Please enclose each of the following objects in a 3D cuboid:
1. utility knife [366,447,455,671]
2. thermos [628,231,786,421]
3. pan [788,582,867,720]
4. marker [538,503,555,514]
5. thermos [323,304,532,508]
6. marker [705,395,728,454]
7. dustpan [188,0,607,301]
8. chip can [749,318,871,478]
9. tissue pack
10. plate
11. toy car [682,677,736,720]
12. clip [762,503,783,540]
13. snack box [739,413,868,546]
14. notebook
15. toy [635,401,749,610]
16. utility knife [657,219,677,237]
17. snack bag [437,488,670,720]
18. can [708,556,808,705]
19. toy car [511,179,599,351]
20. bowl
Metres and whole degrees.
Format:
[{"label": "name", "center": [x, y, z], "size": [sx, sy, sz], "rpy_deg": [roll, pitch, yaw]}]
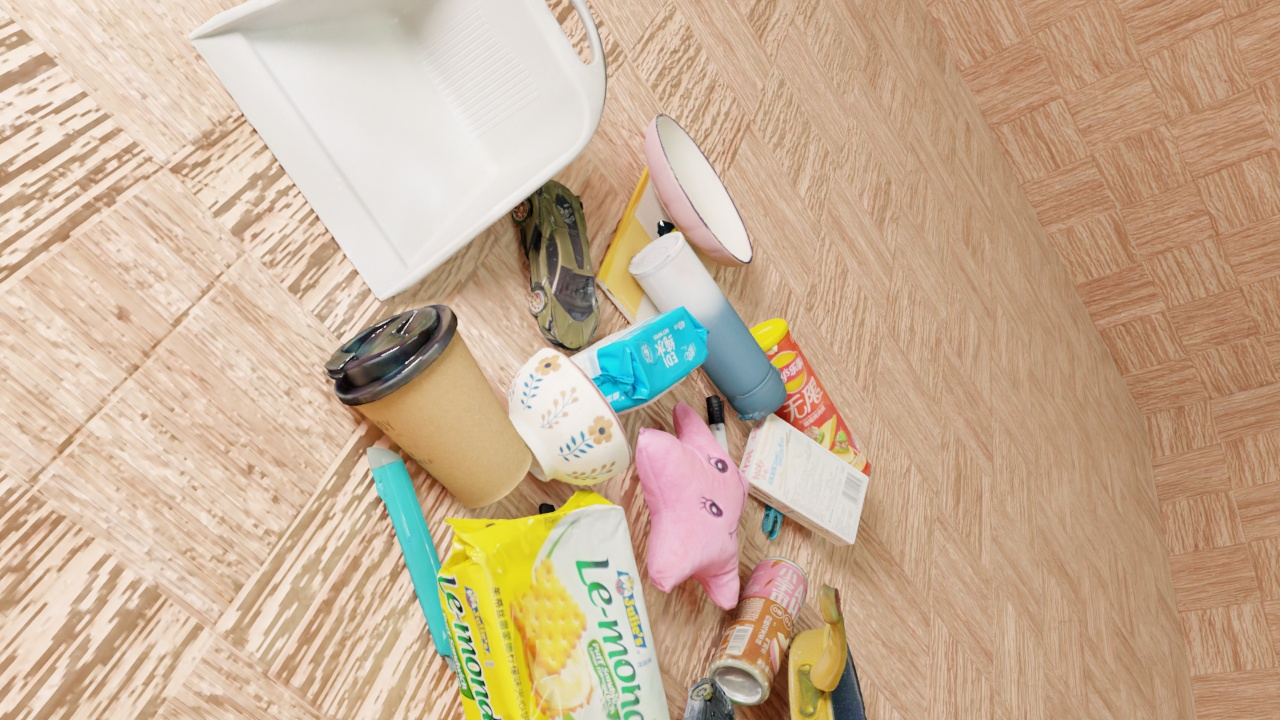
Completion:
[{"label": "utility knife", "center": [-0.149, 0.131, 0.614], "size": [0.029, 0.013, 0.160], "rpy_deg": [-20, 91, -53]}, {"label": "thermos", "center": [0.075, -0.029, 0.942], "size": [0.220, 0.070, 0.070], "rpy_deg": [51, 38, -24]}, {"label": "pan", "center": [0.172, 0.296, 0.808], "size": [0.197, 0.078, 0.358], "rpy_deg": [-87, 157, -43]}, {"label": "marker", "center": [-0.054, 0.170, 0.721], "size": [0.018, 0.015, 0.124], "rpy_deg": [-15, 81, -56]}, {"label": "thermos", "center": [-0.138, 0.032, 0.624], "size": [0.143, 0.093, 0.092], "rpy_deg": [58, 35, -29]}, {"label": "marker", "center": [0.084, 0.098, 0.942], "size": [0.022, 0.018, 0.130], "rpy_deg": [11, 62, -36]}, {"label": "dustpan", "center": [-0.145, -0.214, 0.698], "size": [0.223, 0.143, 0.256], "rpy_deg": [57, 34, -15]}, {"label": "chip can", "center": [0.187, 0.056, 1.060], "size": [0.216, 0.073, 0.073], "rpy_deg": [55, 36, -18]}, {"label": "tissue pack", "center": [-0.005, 0.005, 0.809], "size": [0.139, 0.090, 0.063], "rpy_deg": [-33, 100, -55]}, {"label": "plate", "center": [0.058, -0.182, 1.019], "size": [0.192, 0.039, 0.192], "rpy_deg": [47, 25, -30]}, {"label": "toy car", "center": [0.052, 0.320, 0.762], "size": [0.054, 0.037, 0.120], "rpy_deg": [56, 26, -16]}, {"label": "clip", "center": [0.143, 0.168, 0.989], "size": [0.046, 0.014, 0.056], "rpy_deg": [49, 41, -24]}, {"label": "snack box", "center": [0.178, 0.130, 0.997], "size": [0.156, 0.027, 0.084], "rpy_deg": [32, 61, -20]}, {"label": "notebook", "center": [0.024, -0.097, 0.975], "size": [0.146, 0.010, 0.205], "rpy_deg": [50, 38, -27]}, {"label": "toy", "center": [0.043, 0.127, 0.819], "size": [0.178, 0.075, 0.194], "rpy_deg": [50, 35, -30]}, {"label": "utility knife", "center": [0.062, -0.076, 0.991], "size": [0.173, 0.015, 0.033], "rpy_deg": [60, 34, -13]}, {"label": "snack bag", "center": [-0.057, 0.218, 0.632], "size": [0.157, 0.068, 0.246], "rpy_deg": [-3, 78, -55]}, {"label": "can", "center": [0.113, 0.251, 0.862], "size": [0.058, 0.058, 0.146], "rpy_deg": [58, 36, -14]}, {"label": "toy car", "center": [-0.070, -0.086, 0.817], "size": [0.070, 0.042, 0.158], "rpy_deg": [6, 69, -52]}, {"label": "bowl", "center": [-0.065, 0.053, 0.704], "size": [0.062, 0.114, 0.113], "rpy_deg": [-36, 104, -20]}]
